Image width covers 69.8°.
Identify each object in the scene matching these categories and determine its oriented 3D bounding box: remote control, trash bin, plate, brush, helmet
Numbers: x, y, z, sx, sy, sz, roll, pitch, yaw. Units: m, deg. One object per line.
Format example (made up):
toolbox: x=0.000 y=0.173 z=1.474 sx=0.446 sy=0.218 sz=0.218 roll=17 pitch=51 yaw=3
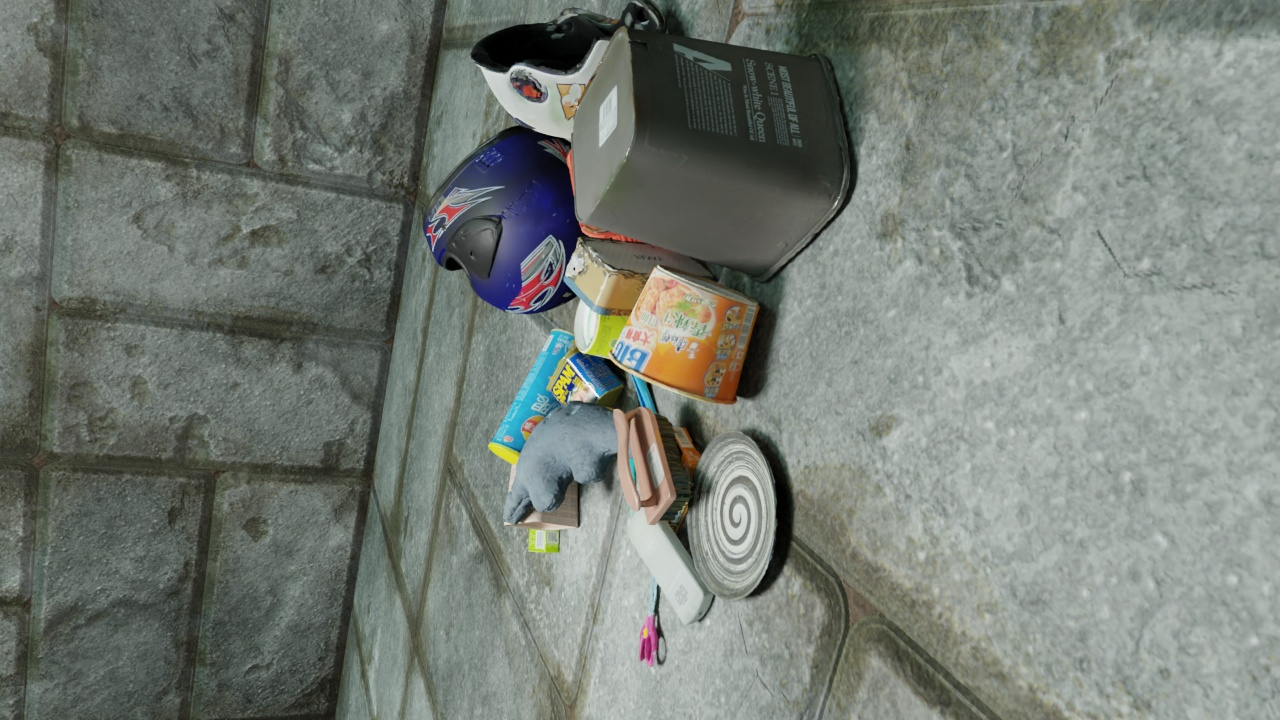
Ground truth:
remote control: x=0.033 y=0.234 z=1.070 sx=0.150 sy=0.021 sz=0.058 roll=53 pitch=131 yaw=37
trash bin: x=0.060 y=-0.213 z=0.922 sx=0.199 sy=0.219 sz=0.198 roll=134 pitch=138 yaw=-53
plate: x=0.101 y=0.165 z=0.975 sx=0.180 sy=0.024 sz=0.179 roll=-26 pitch=61 yaw=60
brush: x=0.008 y=0.114 z=1.065 sx=0.063 sy=0.073 sz=0.145 roll=120 pitch=147 yaw=-42
brush: x=-0.007 y=0.007 z=1.240 sx=0.083 sy=0.045 sz=0.254 roll=-52 pitch=43 yaw=43
helmet: x=-0.177 y=-0.188 z=1.394 sx=0.317 sy=0.246 sz=0.240 roll=-37 pitch=82 yaw=44
helmet: x=-0.085 y=-0.393 z=1.284 sx=0.229 sy=0.274 sz=0.157 roll=-72 pitch=-29 yaw=-51

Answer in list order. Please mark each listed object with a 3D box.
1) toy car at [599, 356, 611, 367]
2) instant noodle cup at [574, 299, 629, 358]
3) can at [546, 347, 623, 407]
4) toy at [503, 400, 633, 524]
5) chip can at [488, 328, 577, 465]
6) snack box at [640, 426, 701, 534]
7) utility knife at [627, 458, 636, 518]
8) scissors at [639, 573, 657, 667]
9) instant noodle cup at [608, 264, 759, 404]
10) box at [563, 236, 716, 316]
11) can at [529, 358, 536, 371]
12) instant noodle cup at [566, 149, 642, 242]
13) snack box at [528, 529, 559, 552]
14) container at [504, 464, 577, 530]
toy car: x=-0.061 y=-0.002 z=1.358 sx=0.091 sy=0.034 sz=0.043 roll=-67 pitch=33 yaw=36
instant noodle cup: x=-0.014 y=-0.042 z=1.154 sx=0.112 sy=0.123 sz=0.111 roll=-174 pitch=90 yaw=-65
can: x=-0.080 y=0.039 z=1.323 sx=0.083 sy=0.057 sz=0.102 roll=50 pitch=138 yaw=16
toy: x=-0.099 y=0.131 z=1.264 sx=0.358 sy=0.091 sz=0.137 roll=-35 pitch=57 yaw=42
chip can: x=-0.151 y=0.057 z=1.397 sx=0.209 sy=0.071 sz=0.071 roll=-63 pitch=18 yaw=-19
snack box: x=0.032 y=0.162 z=1.120 sx=0.075 sy=0.026 sz=0.154 roll=-117 pitch=41 yaw=-50
utility knife: x=-0.012 y=0.146 z=1.208 sx=0.181 sy=0.013 sz=0.029 roll=-93 pitch=25 yaw=-46
scissors: x=0.011 y=0.312 z=1.149 sx=0.074 sy=0.017 sz=0.137 roll=137 pitch=139 yaw=-68
instant noodle cup: x=0.054 y=-0.031 z=0.992 sx=0.151 sy=0.151 sz=0.111 roll=41 pitch=113 yaw=61
box: x=0.006 y=-0.095 z=1.074 sx=0.090 sy=0.184 sz=0.061 roll=49 pitch=123 yaw=40
can: x=-0.142 y=0.046 z=1.492 sx=0.116 sy=0.058 sz=0.059 roll=-114 pitch=38 yaw=-48
instant noodle cup: x=0.011 y=-0.211 z=1.123 sx=0.079 sy=0.189 sz=0.164 roll=75 pitch=-175 yaw=-56
snack box: x=-0.158 y=0.239 z=1.519 sx=0.086 sy=0.026 sz=0.156 roll=158 pitch=116 yaw=-63
container: x=-0.151 y=0.203 z=1.424 sx=0.090 sy=0.089 sz=0.110 roll=-16 pitch=66 yaw=46
